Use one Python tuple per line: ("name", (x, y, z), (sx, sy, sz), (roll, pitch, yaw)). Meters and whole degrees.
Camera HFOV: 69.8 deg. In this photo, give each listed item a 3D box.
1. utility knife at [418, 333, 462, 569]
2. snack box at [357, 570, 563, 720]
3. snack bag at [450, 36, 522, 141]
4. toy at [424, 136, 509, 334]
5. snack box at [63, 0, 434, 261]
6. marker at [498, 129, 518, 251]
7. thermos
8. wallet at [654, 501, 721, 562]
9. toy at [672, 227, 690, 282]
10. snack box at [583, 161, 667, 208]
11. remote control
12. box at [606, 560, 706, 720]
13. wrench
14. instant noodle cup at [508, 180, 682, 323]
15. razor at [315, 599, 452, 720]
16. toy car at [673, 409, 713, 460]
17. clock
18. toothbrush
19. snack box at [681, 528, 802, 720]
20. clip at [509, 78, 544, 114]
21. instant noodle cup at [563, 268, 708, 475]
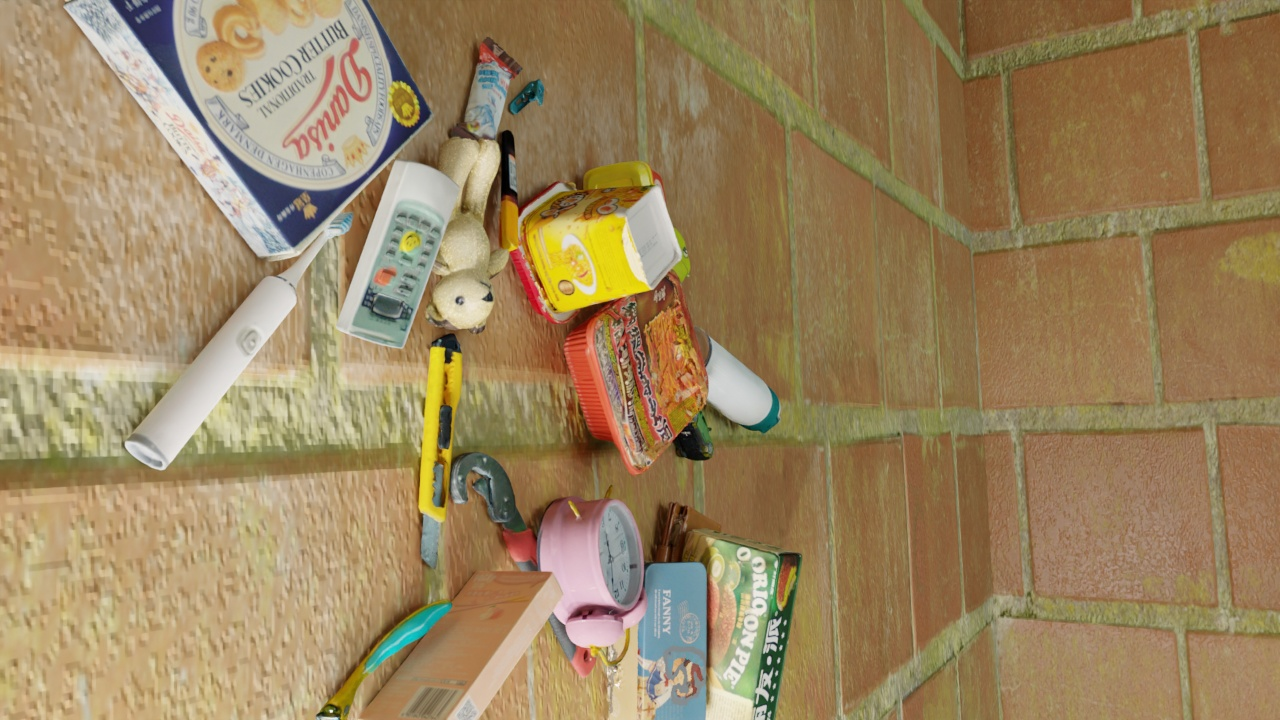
("utility knife", (-0.158, 0.069, 0.728), (0.033, 0.015, 0.190), (16, 72, -54))
("snack box", (-0.131, 0.219, 0.688), (0.156, 0.085, 0.026), (-50, 124, -49))
("snack bag", (-0.133, -0.227, 0.799), (0.048, 0.026, 0.104), (32, 58, -39))
("toy", (-0.139, -0.101, 0.733), (0.105, 0.066, 0.157), (6, 87, -53))
("snack box", (-0.238, -0.191, 0.603), (0.182, 0.046, 0.177), (61, 39, -33))
("marker", (-0.117, -0.151, 0.809), (0.018, 0.015, 0.123), (35, 46, -55))
("thermos", (0.104, 0.028, 1.116), (0.224, 0.073, 0.073), (34, 57, -52))
("wallet", (0.050, 0.235, 1.029), (0.107, 0.031, 0.131), (37, 59, -50))
("toy", (0.023, -0.118, 1.034), (0.100, 0.031, 0.096), (47, 48, -39))
("snack box", (-0.012, -0.154, 0.943), (0.080, 0.082, 0.091), (-27, 110, -71))
("remote control", (-0.176, -0.078, 0.673), (0.056, 0.019, 0.135), (21, 89, -56))
("box", (0.017, 0.281, 0.923), (0.089, 0.063, 0.184), (6, 82, -40))
("wrench", (-0.096, 0.184, 0.814), (0.056, 0.016, 0.273), (-59, 134, -44))
("instant noodle cup", (-0.039, -0.105, 0.842), (0.115, 0.124, 0.116), (-50, 128, -49))
("razor", (-0.182, 0.216, 0.658), (0.132, 0.028, 0.043), (-47, 148, -47))
("toy car", (0.056, 0.076, 1.050), (0.036, 0.043, 0.091), (-55, 132, -47))
("clock", (-0.038, 0.199, 0.841), (0.117, 0.060, 0.158), (-6, 86, -70))
("toothbrush", (-0.246, -0.025, 0.586), (0.027, 0.026, 0.220), (70, 33, -43))
("snack box", (0.089, 0.307, 0.965), (0.063, 0.115, 0.240), (14, 85, -53))
("clip", (-0.101, -0.248, 0.857), (0.054, 0.034, 0.013), (-79, 150, -53))
("instant noodle cup", (-0.006, 0.005, 0.925), (0.188, 0.079, 0.164), (-41, 120, -52))
